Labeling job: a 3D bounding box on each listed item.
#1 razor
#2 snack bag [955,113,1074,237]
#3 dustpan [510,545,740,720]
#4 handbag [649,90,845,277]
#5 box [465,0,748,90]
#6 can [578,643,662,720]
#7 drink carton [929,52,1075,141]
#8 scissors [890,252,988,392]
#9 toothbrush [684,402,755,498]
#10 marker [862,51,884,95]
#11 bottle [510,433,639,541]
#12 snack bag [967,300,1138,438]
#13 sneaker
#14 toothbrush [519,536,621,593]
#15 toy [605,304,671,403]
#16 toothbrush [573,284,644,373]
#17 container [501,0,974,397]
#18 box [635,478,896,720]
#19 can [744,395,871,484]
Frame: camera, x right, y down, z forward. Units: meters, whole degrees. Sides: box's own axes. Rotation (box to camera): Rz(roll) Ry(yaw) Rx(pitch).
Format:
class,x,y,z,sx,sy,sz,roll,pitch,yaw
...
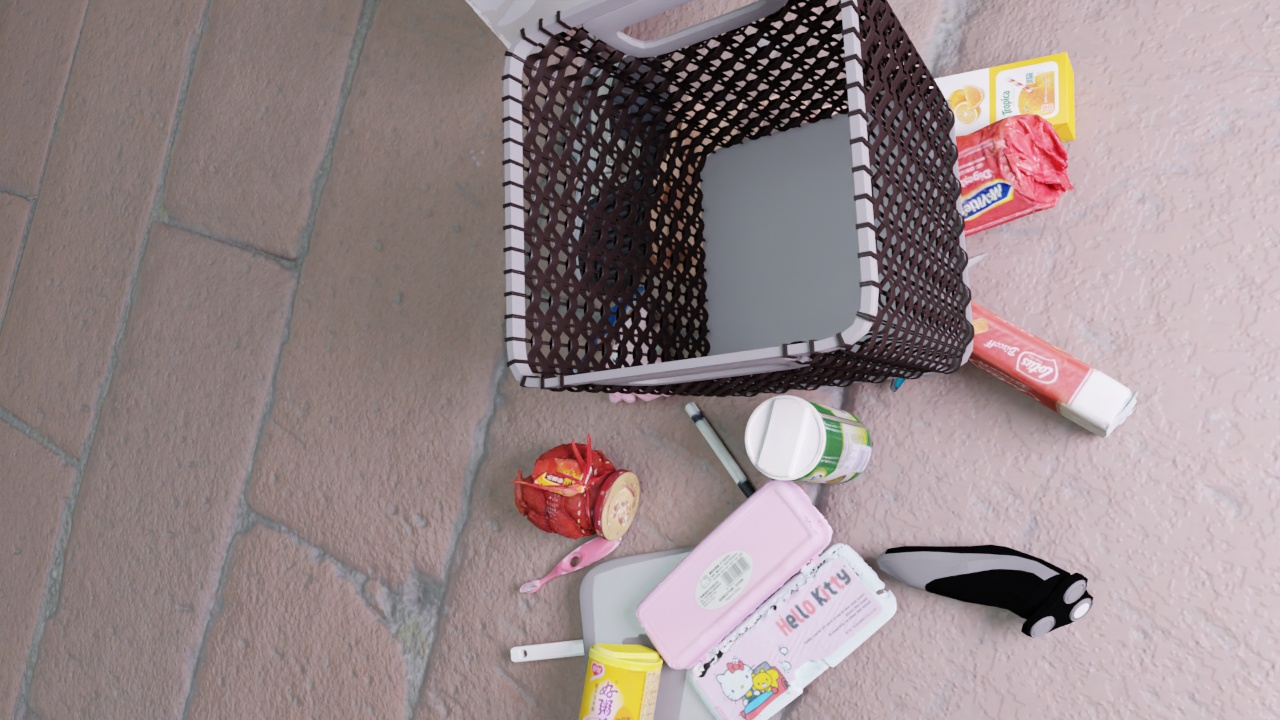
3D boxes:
class,x,y,z,sx,sy,sz,roll,pitch,yaw
razor,0.260,0.168,0.711,0.156,0.057,0.060,13,60,42
snack bag,0.250,-0.138,0.737,0.177,0.082,0.082,-20,71,42
dustpan,-0.020,0.275,0.889,0.258,0.033,0.163,-13,75,21
handbag,0.102,-0.139,0.867,0.187,0.116,0.198,12,83,0
box,-0.034,-0.404,1.009,0.167,0.445,0.164,-33,75,24
can,-0.020,0.312,0.825,0.068,0.067,0.105,5,82,33
drink carton,0.290,-0.207,0.760,0.123,0.040,0.058,-3,81,32
scissors,0.220,-0.049,0.790,0.118,0.019,0.148,19,88,29
toothbrush,0.093,0.112,0.848,0.012,0.017,0.186,-44,62,20
marker,0.214,-0.237,0.807,0.022,0.016,0.138,121,149,-43
bottle,-0.067,0.125,0.903,0.111,0.098,0.099,13,89,29
snack bag,0.266,-0.016,0.707,0.225,0.077,0.041,37,97,26
sneaker,-0.036,-0.195,0.946,0.124,0.088,0.240,41,123,56
toothbrush,-0.073,0.209,0.939,0.135,0.016,0.021,-34,67,24
toy,-0.005,0.005,0.910,0.096,0.052,0.099,-38,60,36
toothbrush,-0.040,-0.028,0.957,0.135,0.017,0.021,-50,62,17
container,0.079,-0.101,0.636,0.248,0.243,0.245,-8,79,34
box,0.100,0.215,0.795,0.202,0.041,0.153,-48,63,19
can,0.141,0.068,0.762,0.067,0.120,0.067,-6,79,32
